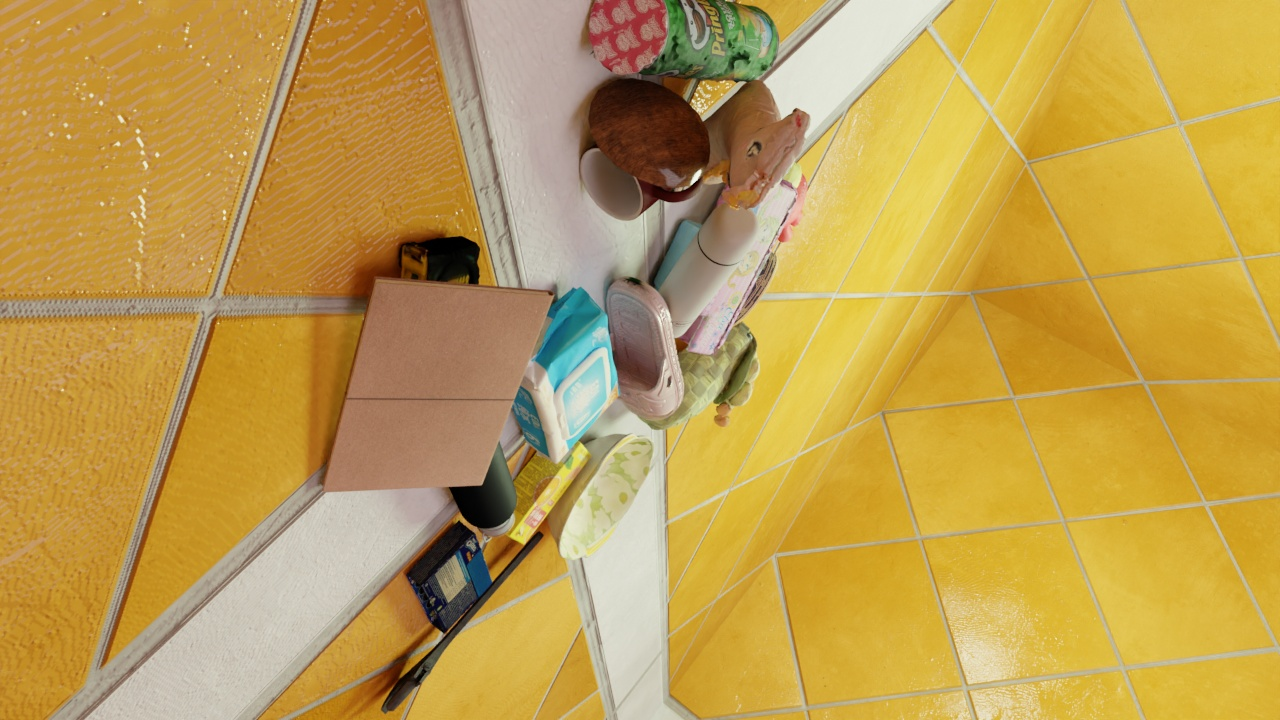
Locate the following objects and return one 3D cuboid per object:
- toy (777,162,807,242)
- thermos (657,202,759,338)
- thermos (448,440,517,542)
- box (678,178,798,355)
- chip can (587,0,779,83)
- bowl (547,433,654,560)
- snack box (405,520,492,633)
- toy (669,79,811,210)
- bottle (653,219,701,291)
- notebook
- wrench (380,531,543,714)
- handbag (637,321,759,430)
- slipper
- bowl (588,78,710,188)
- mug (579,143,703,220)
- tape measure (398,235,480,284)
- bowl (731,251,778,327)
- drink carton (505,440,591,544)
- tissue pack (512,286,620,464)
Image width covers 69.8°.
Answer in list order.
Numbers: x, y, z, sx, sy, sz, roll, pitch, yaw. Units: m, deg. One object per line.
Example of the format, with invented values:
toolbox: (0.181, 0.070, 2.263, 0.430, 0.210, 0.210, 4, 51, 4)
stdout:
toy: (0.193, -0.211, 1.232, 0.091, 0.045, 0.135, -49, 151, -14)
thermos: (0.061, -0.089, 0.947, 0.052, 0.052, 0.225, -46, 176, -27)
thermos: (-0.160, 0.120, 0.915, 0.061, 0.061, 0.232, -47, 156, -25)
box: (0.097, -0.118, 1.084, 0.231, 0.085, 0.096, -64, 167, 16)
chip can: (0.046, -0.279, 0.793, 0.222, 0.075, 0.076, -22, 140, -55)
bowl: (-0.062, 0.163, 1.187, 0.187, 0.060, 0.220, -38, 150, -39)
snack box: (-0.210, 0.244, 1.025, 0.082, 0.027, 0.150, -47, 158, -28)
toy: (0.083, -0.179, 0.846, 0.197, 0.065, 0.263, -52, -163, 29)
bottle: (0.040, -0.098, 1.070, 0.040, 0.040, 0.130, -10, 129, -62)
notebook: (-0.165, 0.027, 0.738, 0.141, 0.008, 0.210, 2, 128, -33)
wrench: (-0.208, 0.308, 1.098, 0.272, 0.018, 0.073, -47, -175, -26)
handbag: (0.088, 0.036, 1.235, 0.186, 0.117, 0.113, -46, -178, -29)
slipper: (-0.006, 0.006, 1.045, 0.064, 0.094, 0.240, -51, 155, -29)
bowl: (0.014, -0.200, 0.778, 0.026, 0.114, 0.101, -42, -151, 58)
mug: (0.012, -0.172, 0.821, 0.082, 0.106, 0.073, -44, 146, -31)
tape measure: (-0.156, -0.063, 0.711, 0.067, 0.038, 0.063, -27, 137, -54)
bowl: (0.119, -0.106, 1.182, 0.113, 0.061, 0.112, -54, -167, 17)
drink carton: (-0.117, 0.148, 1.071, 0.134, 0.043, 0.058, -52, 159, -11)
tissue pack: (-0.080, 0.023, 0.953, 0.116, 0.066, 0.210, -47, 158, -22)
